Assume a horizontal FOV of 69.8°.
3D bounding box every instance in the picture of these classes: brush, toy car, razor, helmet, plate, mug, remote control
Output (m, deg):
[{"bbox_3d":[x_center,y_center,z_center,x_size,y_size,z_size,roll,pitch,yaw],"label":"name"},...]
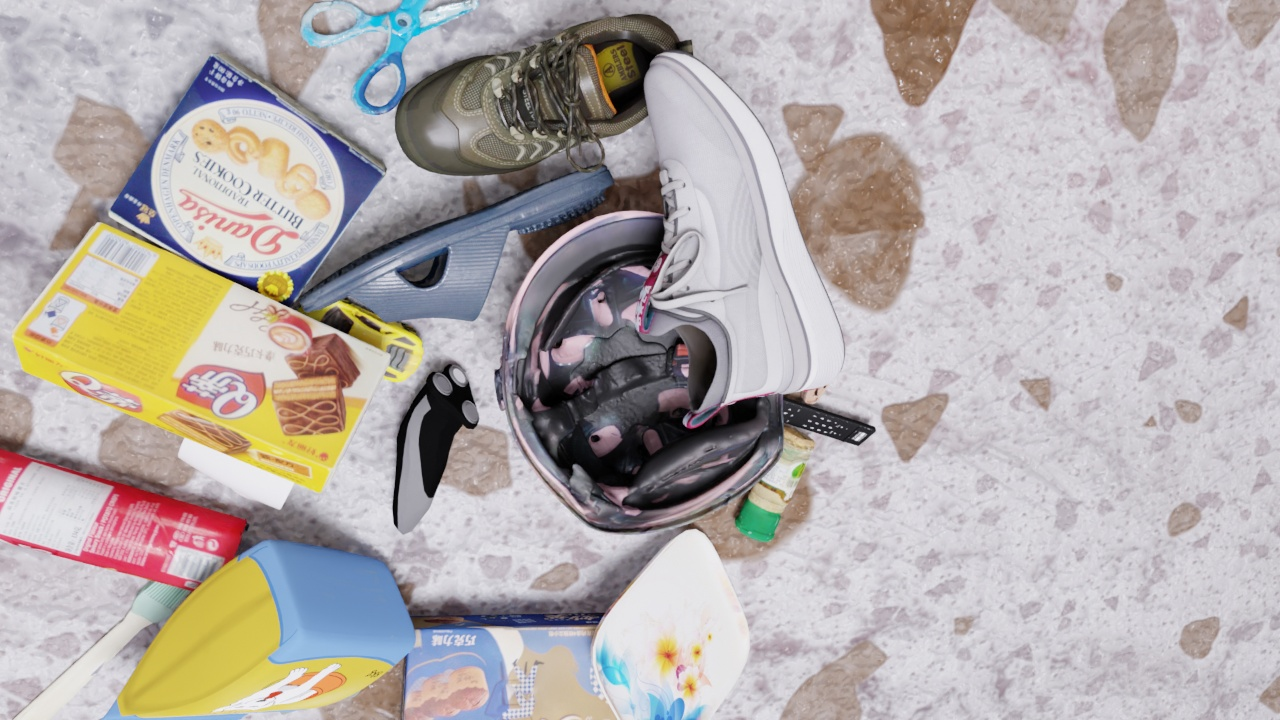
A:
[{"bbox_3d":[-0.473,0.257,0.805,0.218,0.012,0.033,-43,113,4],"label":"brush"},{"bbox_3d":[-0.233,-0.019,0.762,0.107,0.030,0.049,25,101,-19],"label":"toy car"},{"bbox_3d":[-0.187,0.081,0.796,0.060,0.057,0.156,31,109,7],"label":"razor"},{"bbox_3d":[-0.005,0.004,0.760,0.230,0.152,0.255,-26,104,-8],"label":"helmet"},{"bbox_3d":[0.031,0.275,0.884,0.186,0.016,0.187,-42,118,-37],"label":"plate"},{"bbox_3d":[-0.323,0.076,0.753,0.087,0.080,0.114,28,130,-16],"label":"mug"},{"bbox_3d":[0.163,0.056,0.890,0.140,0.009,0.030,18,137,-19],"label":"remote control"}]

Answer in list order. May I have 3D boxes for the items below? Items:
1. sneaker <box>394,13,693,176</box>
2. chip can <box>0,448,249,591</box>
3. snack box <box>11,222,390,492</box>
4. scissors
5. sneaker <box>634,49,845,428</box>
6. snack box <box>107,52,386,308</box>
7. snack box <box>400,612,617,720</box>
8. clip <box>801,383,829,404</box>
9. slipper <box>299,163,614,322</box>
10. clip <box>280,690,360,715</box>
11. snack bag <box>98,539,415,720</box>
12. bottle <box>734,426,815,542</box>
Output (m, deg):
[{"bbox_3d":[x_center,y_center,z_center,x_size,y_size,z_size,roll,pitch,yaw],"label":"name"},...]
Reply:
[{"bbox_3d":[-0.064,-0.190,0.685,0.238,0.143,0.101,-22,112,-6],"label":"sneaker"},{"bbox_3d":[-0.442,0.127,0.736,0.233,0.073,0.073,22,101,-21],"label":"chip can"},{"bbox_3d":[-0.319,0.002,0.685,0.230,0.062,0.109,26,56,-13],"label":"snack box"},{"bbox_3d":[-0.179,-0.242,0.694,0.140,0.013,0.114,-19,88,-10],"label":"scissors"},{"bbox_3d":[0.041,-0.081,0.648,0.128,0.097,0.263,-26,102,-17],"label":"sneaker"},{"bbox_3d":[-0.295,-0.131,0.701,0.144,0.042,0.145,34,97,-23],"label":"snack box"},{"bbox_3d":[-0.119,0.320,0.857,0.202,0.069,0.155,4,87,-15],"label":"snack box"},{"bbox_3d":[0.166,0.010,0.879,0.024,0.039,0.060,6,129,-16],"label":"clip"},{"bbox_3d":[-0.133,-0.075,0.726,0.263,0.101,0.082,-25,103,-10],"label":"slipper"},{"bbox_3d":[-0.301,0.314,0.861,0.078,0.023,0.049,3,109,-13],"label":"clip"},{"bbox_3d":[-0.318,0.248,0.761,0.205,0.102,0.159,-36,153,7],"label":"snack bag"},{"bbox_3d":[0.131,0.120,0.894,0.043,0.043,0.111,19,102,-19],"label":"bottle"}]
